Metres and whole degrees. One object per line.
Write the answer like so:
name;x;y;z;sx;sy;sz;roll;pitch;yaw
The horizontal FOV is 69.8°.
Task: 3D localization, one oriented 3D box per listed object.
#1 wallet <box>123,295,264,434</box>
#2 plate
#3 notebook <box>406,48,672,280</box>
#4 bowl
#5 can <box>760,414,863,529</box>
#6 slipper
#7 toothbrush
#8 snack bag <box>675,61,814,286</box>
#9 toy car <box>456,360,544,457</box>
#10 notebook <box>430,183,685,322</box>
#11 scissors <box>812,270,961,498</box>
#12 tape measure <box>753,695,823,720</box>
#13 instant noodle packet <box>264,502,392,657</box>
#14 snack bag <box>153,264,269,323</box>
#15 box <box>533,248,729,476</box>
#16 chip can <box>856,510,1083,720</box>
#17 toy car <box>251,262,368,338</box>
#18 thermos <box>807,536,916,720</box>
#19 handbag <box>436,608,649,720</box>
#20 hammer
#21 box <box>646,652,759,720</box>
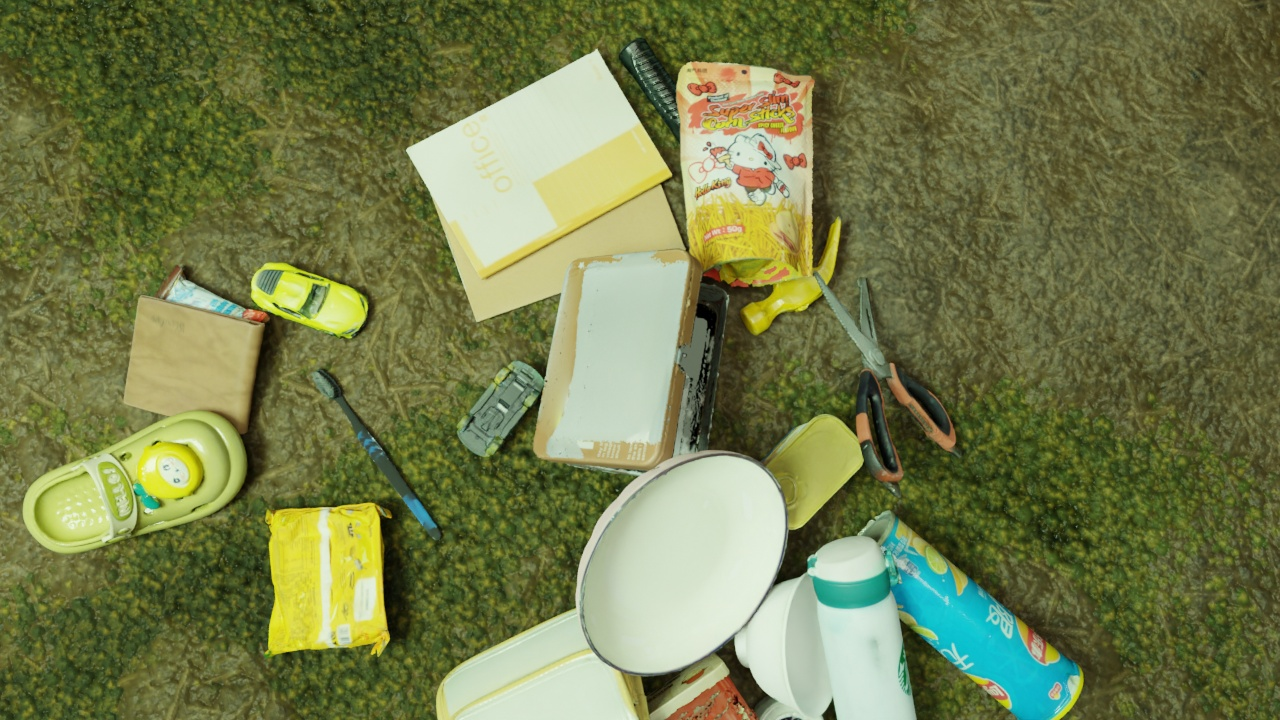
wallet;-0.392;0.004;0.804;0.115;0.020;0.101;13;99;2
plate;0.030;0.152;0.714;0.192;0.039;0.193;-13;116;-29
notebook;-0.094;-0.185;0.859;0.206;0.010;0.146;-29;84;-7
bowl;0.120;0.240;0.785;0.065;0.118;0.118;-7;80;33
can;0.138;0.099;0.804;0.102;0.083;0.057;-44;86;-8
slipper;-0.427;0.111;0.766;0.190;0.081;0.091;-21;100;-3
toothbrush;-0.235;0.084;0.818;0.014;0.016;0.189;-37;86;0
snack bag;0.097;-0.172;0.825;0.128;0.073;0.207;1;75;-2
toy car;-0.124;0.044;0.819;0.043;0.036;0.091;39;80;1
notebook;-0.079;-0.137;0.863;0.207;0.008;0.147;-20;83;-6
scissors;0.213;0.018;0.814;0.225;0.015;0.188;49;43;-7
tape measure;0.129;0.323;0.797;0.065;0.033;0.066;-13;85;-7
instant noodle packet;-0.266;0.189;0.786;0.111;0.044;0.128;-4;78;2
snack bag;-0.385;-0.044;0.820;0.104;0.026;0.048;30;85;0
box;-0.005;0.004;0.767;0.150;0.166;0.181;9;81;-3
chip can;0.277;0.225;0.800;0.210;0.071;0.071;40;81;3
toy car;-0.298;-0.056;0.826;0.105;0.032;0.048;20;81;-2
thermos;0.191;0.257;0.761;0.073;0.073;0.224;-13;99;-5
handbag;-0.074;0.294;0.714;0.163;0.178;0.063;-26;129;3
hammer;0.076;-0.176;0.866;0.128;0.033;0.300;-34;85;-8
box;0.017;0.326;0.760;0.168;0.091;0.078;-33;82;-7
